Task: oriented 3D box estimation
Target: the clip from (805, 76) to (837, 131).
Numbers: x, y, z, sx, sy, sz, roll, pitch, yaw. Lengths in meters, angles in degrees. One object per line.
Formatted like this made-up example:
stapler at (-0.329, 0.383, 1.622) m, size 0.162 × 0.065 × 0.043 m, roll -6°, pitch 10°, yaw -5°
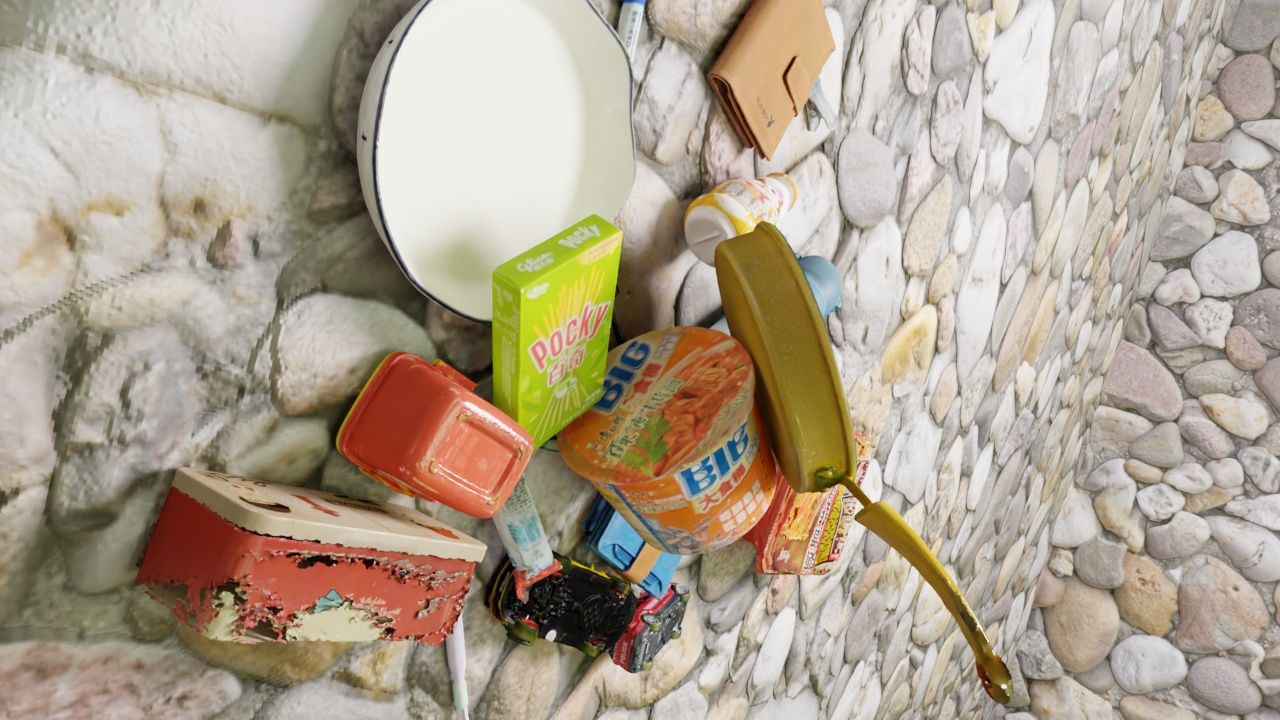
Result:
clip at (0.159, -0.234, 0.834) m, size 0.024 × 0.028 × 0.057 m, roll -53°, pitch 132°, yaw -26°

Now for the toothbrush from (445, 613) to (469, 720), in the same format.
toothbrush at (-0.134, 0.208, 0.661) m, size 0.021 × 0.029 × 0.189 m, roll -89°, pitch 180°, yaw -67°

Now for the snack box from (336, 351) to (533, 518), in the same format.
snack box at (-0.117, 0.046, 0.545) m, size 0.091 × 0.080 × 0.082 m, roll 40°, pitch 73°, yaw -43°

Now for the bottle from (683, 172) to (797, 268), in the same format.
bottle at (0.085, -0.119, 0.750) m, size 0.108 × 0.063 × 0.063 m, roll -36°, pitch 132°, yaw -38°

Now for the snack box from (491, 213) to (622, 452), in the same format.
snack box at (-0.056, -0.011, 0.588) m, size 0.085 × 0.026 × 0.157 m, roll -36°, pitch 150°, yaw -36°

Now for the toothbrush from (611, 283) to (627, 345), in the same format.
toothbrush at (-0.004, 0.004, 0.737) m, size 0.017 × 0.012 × 0.186 m, roll -57°, pitch 143°, yaw -35°

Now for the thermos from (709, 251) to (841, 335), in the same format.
thermos at (0.104, -0.026, 0.821) m, size 0.219 × 0.070 × 0.070 m, roll -39°, pitch 134°, yaw -36°

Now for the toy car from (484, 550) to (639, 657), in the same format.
toy car at (-0.059, 0.193, 0.730) m, size 0.155 × 0.041 × 0.071 m, roll 35°, pitch 78°, yaw -48°

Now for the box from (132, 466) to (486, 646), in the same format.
box at (-0.175, 0.118, 0.503) m, size 0.168 × 0.091 × 0.078 m, roll 25°, pitch 83°, yaw -54°

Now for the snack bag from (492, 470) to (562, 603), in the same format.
snack bag at (-0.087, 0.117, 0.651) m, size 0.045 × 0.026 × 0.105 m, roll -26°, pitch 103°, yaw -35°

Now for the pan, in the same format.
pan at (0.141, 0.063, 0.629) m, size 0.078 × 0.357 × 0.198 m, roll -18°, pitch 155°, yaw 0°

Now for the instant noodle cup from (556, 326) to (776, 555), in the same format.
instant noodle cup at (0.029, 0.064, 0.679) m, size 0.151 × 0.151 × 0.111 m, roll -50°, pitch 133°, yaw -25°

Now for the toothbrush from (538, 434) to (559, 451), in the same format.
toothbrush at (-0.071, 0.059, 0.676) m, size 0.191 × 0.018 × 0.016 m, roll 16°, pitch 94°, yaw -52°

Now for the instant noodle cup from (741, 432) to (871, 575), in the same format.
instant noodle cup at (0.165, 0.140, 0.965) m, size 0.188 × 0.079 × 0.164 m, roll 20°, pitch 90°, yaw -55°

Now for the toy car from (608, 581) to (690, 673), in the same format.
toy car at (0.009, 0.238, 0.836) m, size 0.120 × 0.045 × 0.053 m, roll -13°, pitch 120°, yaw -63°

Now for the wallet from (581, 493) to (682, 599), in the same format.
wallet at (0.006, 0.139, 0.795) m, size 0.106 × 0.040 × 0.133 m, roll -61°, pitch 142°, yaw -19°

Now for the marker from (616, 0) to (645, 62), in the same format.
marker at (-0.015, -0.196, 0.624) m, size 0.016 × 0.017 × 0.146 m, roll 0°, pitch 106°, yaw -52°

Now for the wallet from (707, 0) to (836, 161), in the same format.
wallet at (0.111, -0.247, 0.753) m, size 0.131 × 0.031 × 0.108 m, roll -58°, pitch 141°, yaw -14°

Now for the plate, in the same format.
plate at (-0.082, -0.126, 0.546) m, size 0.204 × 0.046 × 0.205 m, roll -27°, pitch 127°, yaw -42°
